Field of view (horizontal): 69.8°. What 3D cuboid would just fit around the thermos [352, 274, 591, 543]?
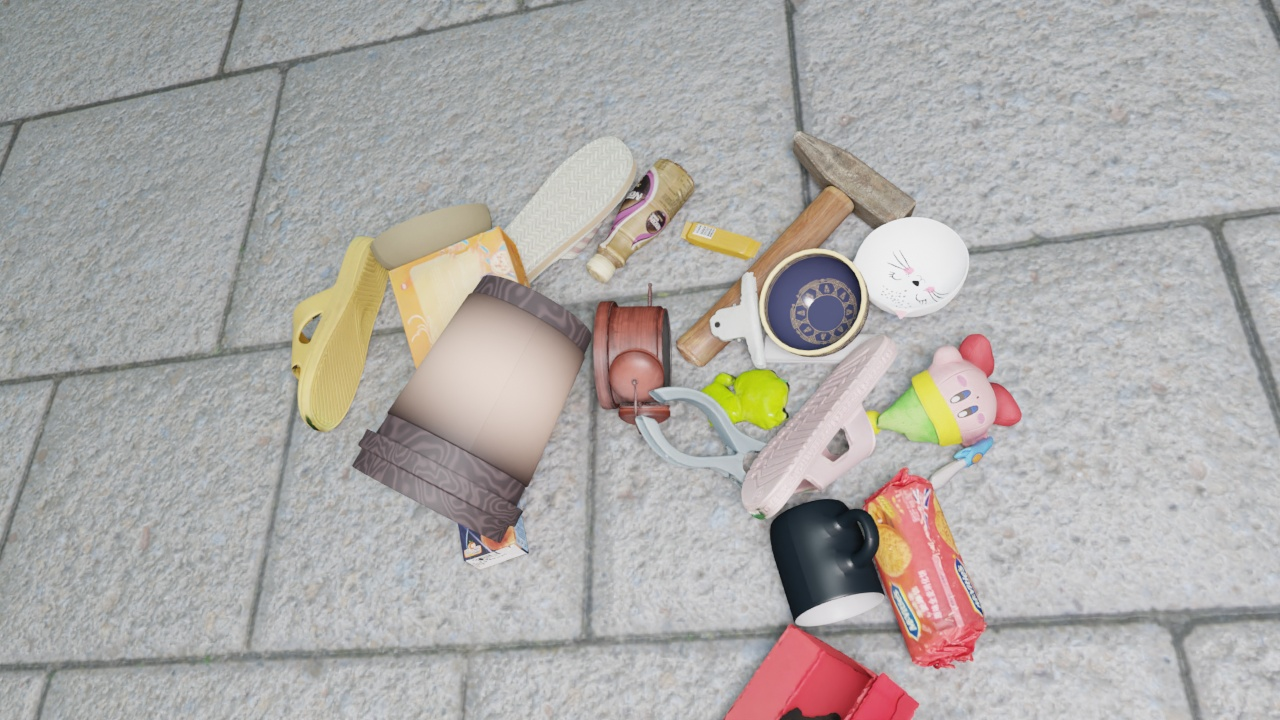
[{"bbox_3d":[-0.157,0.044,0.918,0.173,0.173,0.226,22,76,25],"label":"thermos"}]

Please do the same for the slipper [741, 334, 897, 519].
[{"bbox_3d":[0.187,0.074,0.900,0.064,0.094,0.238,45,66,-7],"label":"slipper"}]

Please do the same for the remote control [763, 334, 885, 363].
[{"bbox_3d":[0.198,-0.014,0.990,0.131,0.012,0.033,1,63,18],"label":"remote control"}]

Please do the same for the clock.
[{"bbox_3d":[-0.006,0.006,0.982,0.072,0.121,0.157,-2,54,7],"label":"clock"}]

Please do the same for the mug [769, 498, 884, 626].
[{"bbox_3d":[0.176,0.176,0.838,0.085,0.122,0.094,2,55,-27],"label":"mug"}]

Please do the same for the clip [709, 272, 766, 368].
[{"bbox_3d":[0.107,-0.041,0.982,0.056,0.056,0.102,-3,82,-22],"label":"clip"}]

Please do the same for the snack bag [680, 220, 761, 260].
[{"bbox_3d":[0.094,-0.142,1.085,0.099,0.020,0.026,19,75,24],"label":"snack bag"}]

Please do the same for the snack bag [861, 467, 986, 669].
[{"bbox_3d":[0.255,0.190,0.830,0.082,0.082,0.176,-18,60,7],"label":"snack bag"}]

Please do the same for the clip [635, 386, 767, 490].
[{"bbox_3d":[0.080,0.067,0.926,0.163,0.028,0.112,33,73,-13],"label":"clip"}]

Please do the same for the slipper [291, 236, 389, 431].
[{"bbox_3d":[-0.383,-0.042,1.132,0.078,0.100,0.262,6,61,9],"label":"slipper"}]

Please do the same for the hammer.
[{"bbox_3d":[0.149,-0.113,1.032,0.158,0.037,0.300,42,84,16],"label":"hammer"}]

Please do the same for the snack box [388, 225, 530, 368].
[{"bbox_3d":[-0.187,-0.034,1.064,0.145,0.080,0.195,-21,74,6],"label":"snack box"}]

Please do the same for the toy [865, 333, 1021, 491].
[{"bbox_3d":[0.294,0.052,0.903,0.131,0.097,0.124,-27,98,-7],"label":"toy"}]

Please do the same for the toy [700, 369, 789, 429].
[{"bbox_3d":[0.112,0.042,0.975,0.093,0.036,0.094,-33,52,4],"label":"toy"}]

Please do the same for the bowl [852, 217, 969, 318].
[{"bbox_3d":[0.289,-0.092,0.981,0.115,0.050,0.114,-7,61,13],"label":"bowl"}]

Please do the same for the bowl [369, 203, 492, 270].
[{"bbox_3d":[-0.250,-0.140,1.129,0.152,0.152,0.050,-21,89,5],"label":"bowl"}]

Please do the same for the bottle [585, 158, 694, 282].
[{"bbox_3d":[-0.004,-0.165,1.105,0.060,0.060,0.166,32,78,28],"label":"bottle"}]

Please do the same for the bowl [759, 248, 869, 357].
[{"bbox_3d":[0.189,-0.055,0.967,0.113,0.061,0.112,-6,76,27],"label":"bowl"}]

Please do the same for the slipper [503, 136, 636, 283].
[{"bbox_3d":[-0.107,-0.168,1.144,0.263,0.052,0.115,-44,55,4],"label":"slipper"}]

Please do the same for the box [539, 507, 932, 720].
[{"bbox_3d":[0.058,0.275,0.699,0.216,0.351,0.198,-53,24,-11],"label":"box"}]

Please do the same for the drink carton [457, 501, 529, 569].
[{"bbox_3d":[-0.165,0.154,0.997,0.064,0.040,0.130,-19,59,6],"label":"drink carton"}]
